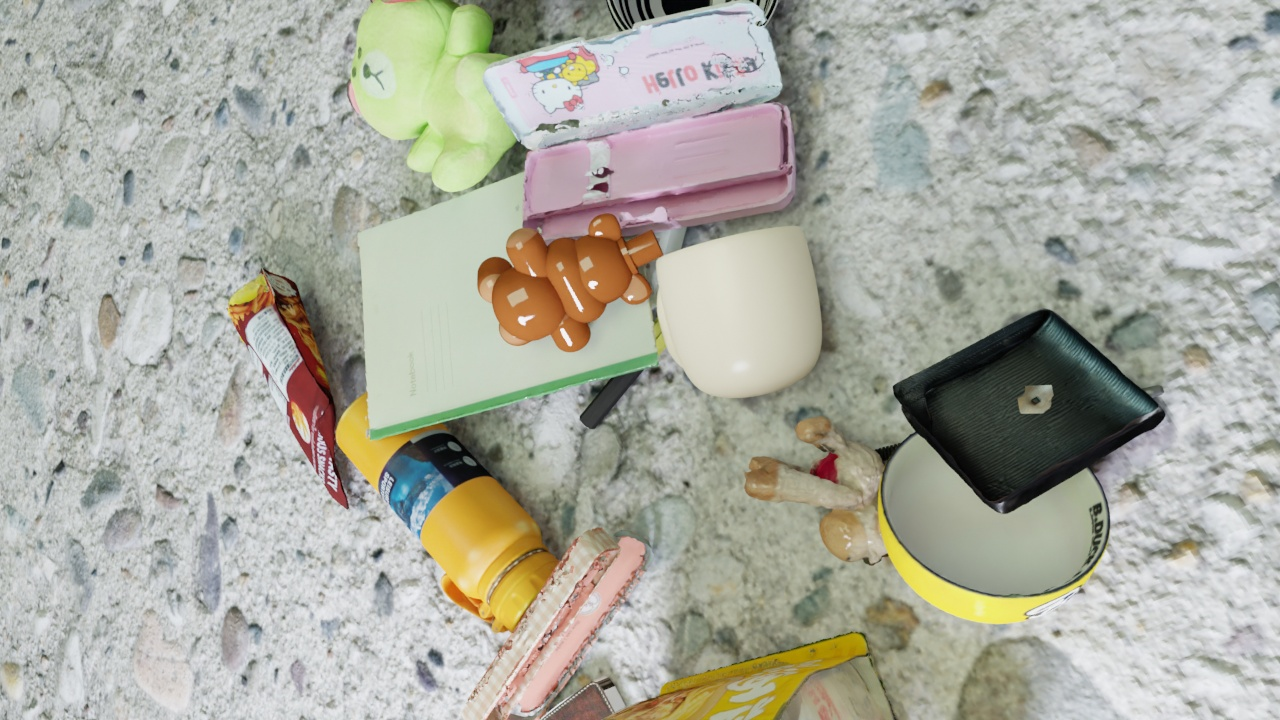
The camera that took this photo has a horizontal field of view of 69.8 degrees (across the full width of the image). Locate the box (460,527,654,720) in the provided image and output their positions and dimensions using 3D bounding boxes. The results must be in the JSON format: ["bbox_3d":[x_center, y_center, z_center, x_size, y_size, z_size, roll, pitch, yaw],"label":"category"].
[{"bbox_3d":[-0.061,0.199,0.667,0.041,0.082,0.187,42,109,28],"label":"box"}]

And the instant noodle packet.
[{"bbox_3d":[0.034,0.223,0.520,0.163,0.221,0.084,-23,71,27],"label":"instant noodle packet"}]

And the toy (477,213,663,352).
[{"bbox_3d":[-0.047,-0.058,0.633,0.128,0.065,0.095,-24,113,7],"label":"toy"}]

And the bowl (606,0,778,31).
[{"bbox_3d":[0.034,-0.260,0.641,0.120,0.066,0.120,0,95,-1],"label":"bowl"}]

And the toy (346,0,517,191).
[{"bbox_3d":[-0.166,-0.230,0.756,0.197,0.107,0.150,51,135,34],"label":"toy"}]

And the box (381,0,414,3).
[{"bbox_3d":[-0.103,-0.333,0.697,0.206,0.051,0.117,-1,55,12],"label":"box"}]

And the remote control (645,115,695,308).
[{"bbox_3d":[0.012,-0.107,0.673,0.050,0.024,0.143,14,89,36],"label":"remote control"}]

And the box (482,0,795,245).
[{"bbox_3d":[0.002,-0.156,0.629,0.202,0.077,0.146,-5,107,23],"label":"box"}]

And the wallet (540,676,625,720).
[{"bbox_3d":[-0.022,0.301,0.666,0.072,0.019,0.123,-43,66,22],"label":"wallet"}]

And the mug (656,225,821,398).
[{"bbox_3d":[0.059,-0.025,0.600,0.120,0.096,0.099,-12,90,45],"label":"mug"}]

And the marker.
[{"bbox_3d":[-0.004,0.004,0.678,0.017,0.021,0.124,33,111,-17],"label":"marker"}]

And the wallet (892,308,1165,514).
[{"bbox_3d":[0.210,0.027,0.504,0.115,0.026,0.089,-26,51,-9],"label":"wallet"}]

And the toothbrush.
[{"bbox_3d":[0.218,0.041,0.543,0.168,0.012,0.013,-19,68,29],"label":"toothbrush"}]

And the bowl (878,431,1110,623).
[{"bbox_3d":[0.191,0.096,0.512,0.117,0.068,0.117,-4,47,5],"label":"bowl"}]

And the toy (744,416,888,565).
[{"bbox_3d":[0.121,0.086,0.574,0.106,0.085,0.074,44,87,6],"label":"toy"}]

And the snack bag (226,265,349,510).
[{"bbox_3d":[-0.314,0.023,0.828,0.208,0.066,0.139,56,146,31],"label":"snack bag"}]

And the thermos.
[{"bbox_3d":[-0.148,0.121,0.730,0.233,0.076,0.092,40,142,27],"label":"thermos"}]

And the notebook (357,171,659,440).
[{"bbox_3d":[-0.111,-0.052,0.700,0.253,0.010,0.181,-15,72,22],"label":"notebook"}]
